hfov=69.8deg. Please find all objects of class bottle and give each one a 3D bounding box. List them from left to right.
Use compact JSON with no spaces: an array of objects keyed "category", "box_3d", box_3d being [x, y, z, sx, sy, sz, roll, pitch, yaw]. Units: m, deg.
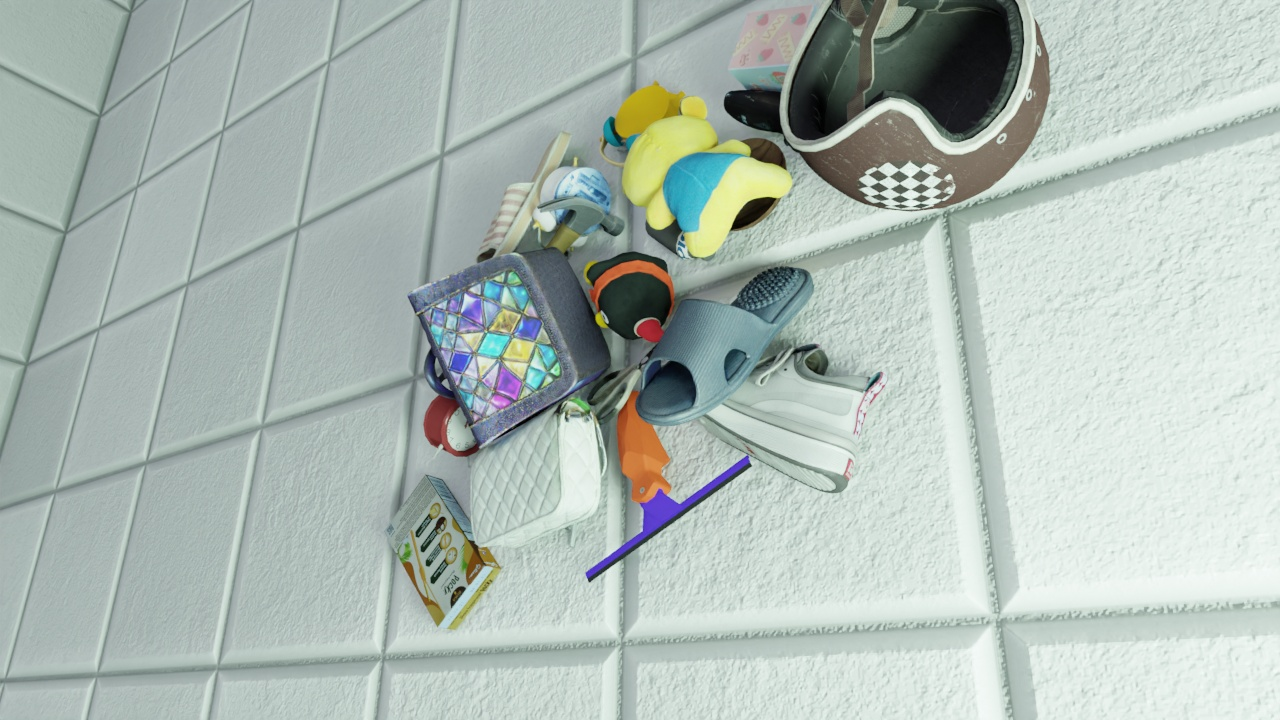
[{"category":"bottle","box_3d":[0.050,-0.151,1.105,0.047,0.047,0.112,-54,48,7]}]

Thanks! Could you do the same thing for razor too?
[{"category":"razor","box_3d":[0.155,-0.276,1.054,0.141,0.053,0.063,24,69,31]}]

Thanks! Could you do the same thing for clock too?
[{"category":"clock","box_3d":[-0.237,0.073,1.214,0.044,0.087,0.124,16,85,41]},{"category":"clock","box_3d":[-0.094,-0.200,1.215,0.052,0.088,0.125,26,87,48]},{"category":"clock","box_3d":[-0.001,-0.313,1.221,0.129,0.043,0.099,-52,48,0]}]

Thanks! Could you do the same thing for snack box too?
[{"category":"snack box","box_3d":[-0.261,0.246,1.195,0.101,0.031,0.186,-53,48,8]},{"category":"snack box","box_3d":[0.171,-0.347,1.059,0.095,0.093,0.079,11,78,42]}]

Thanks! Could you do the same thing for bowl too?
[{"category":"bowl","box_3d":[0.125,-0.199,1.074,0.120,0.032,0.119,-17,62,33]}]

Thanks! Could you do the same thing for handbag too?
[{"category":"handbag","box_3d":[-0.171,-0.017,1.119,0.222,0.125,0.205,-25,91,23]},{"category":"handbag","box_3d":[-0.123,0.139,1.081,0.195,0.072,0.138,-29,57,41]}]

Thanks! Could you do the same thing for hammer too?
[{"category":"hammer","box_3d":[-0.164,-0.081,1.214,0.334,0.117,0.025,-49,45,17]}]

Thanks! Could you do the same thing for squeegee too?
[{"category":"squeegee","box_3d":[0.003,0.106,1.027,0.250,0.055,0.184,-40,39,27]}]

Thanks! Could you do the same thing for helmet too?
[{"category":"helmet","box_3d":[0.248,-0.266,0.851,0.235,0.253,0.232,-37,42,53]}]

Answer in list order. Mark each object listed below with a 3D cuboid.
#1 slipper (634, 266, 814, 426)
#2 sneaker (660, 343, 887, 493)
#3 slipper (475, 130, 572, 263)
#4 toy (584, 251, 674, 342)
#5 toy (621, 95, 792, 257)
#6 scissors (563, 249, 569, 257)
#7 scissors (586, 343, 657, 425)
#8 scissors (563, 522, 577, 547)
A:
[{"category":"slipper","box_3d":[0.078,-0.038,0.929,0.101,0.082,0.262,6,41,48]},{"category":"sneaker","box_3d":[0.126,0.030,0.944,0.263,0.097,0.128,23,75,44]},{"category":"slipper","box_3d":[-0.169,-0.210,1.263,0.262,0.052,0.115,-65,12,-18]},{"category":"toy","box_3d":[-0.008,-0.070,1.077,0.100,0.097,0.119,-25,38,16]},{"category":"toy","box_3d":[0.055,-0.218,1.059,0.149,0.084,0.214,-43,48,4]},{"category":"scissors","box_3d":[-0.171,-0.109,1.288,0.180,0.015,0.199,-13,65,35]},{"category":"scissors","box_3d":[-0.006,0.016,1.081,0.164,0.012,0.153,-25,30,39]},{"category":"scissors","box_3d":[-0.099,0.147,1.119,0.142,0.014,0.164,-10,67,36]}]
